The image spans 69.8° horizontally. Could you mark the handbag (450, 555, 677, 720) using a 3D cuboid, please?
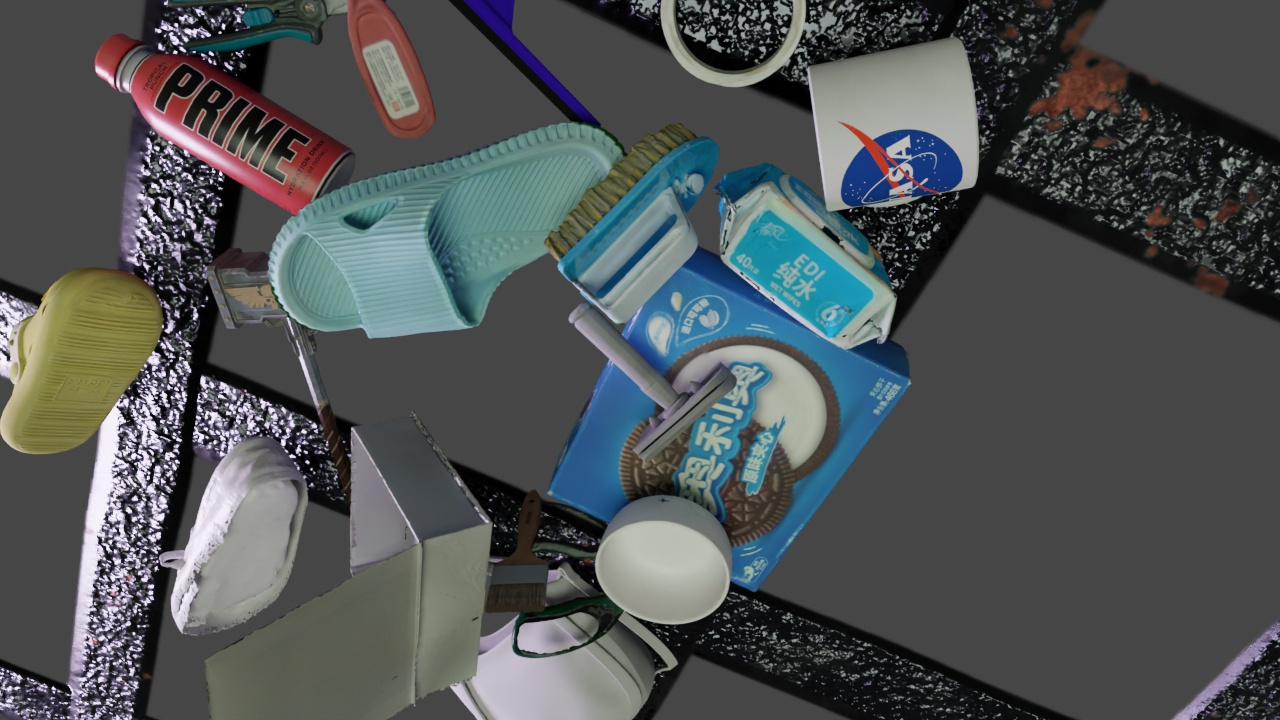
[{"bbox_3d":[-0.099,0.257,0.856,0.222,0.095,0.216,47,113,-3],"label":"handbag"}]

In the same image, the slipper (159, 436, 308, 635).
[{"bbox_3d":[-0.373,0.168,0.839,0.112,0.074,0.247,9,127,-32],"label":"slipper"}]

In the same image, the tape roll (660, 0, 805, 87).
[{"bbox_3d":[0.060,-0.225,0.591,0.093,0.013,0.093,4,119,7],"label":"tape roll"}]

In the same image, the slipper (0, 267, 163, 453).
[{"bbox_3d":[-0.472,-0.007,0.764,0.081,0.091,0.191,47,111,28],"label":"slipper"}]

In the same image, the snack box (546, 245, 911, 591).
[{"bbox_3d":[0.060,0.048,0.714,0.195,0.056,0.239,26,120,-4],"label":"snack box"}]

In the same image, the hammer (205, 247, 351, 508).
[{"bbox_3d":[-0.264,0.057,0.783,0.098,0.044,0.322,-1,120,10],"label":"hammer"}]

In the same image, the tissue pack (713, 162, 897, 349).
[{"bbox_3d":[0.109,-0.075,0.619,0.144,0.092,0.062,36,115,-11],"label":"tissue pack"}]

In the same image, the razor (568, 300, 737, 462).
[{"bbox_3d":[-0.004,0.004,0.649,0.116,0.047,0.088,44,117,-5],"label":"razor"}]

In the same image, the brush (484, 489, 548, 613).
[{"bbox_3d":[-0.095,0.150,0.744,0.045,0.142,0.008,-3,119,0],"label":"brush"}]

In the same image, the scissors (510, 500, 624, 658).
[{"bbox_3d":[-0.028,0.168,0.796,0.209,0.015,0.154,-18,82,1],"label":"scissors"}]

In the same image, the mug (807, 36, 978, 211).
[{"bbox_3d":[0.160,-0.139,0.587,0.090,0.091,0.121,-8,151,13],"label":"mug"}]

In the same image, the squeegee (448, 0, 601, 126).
[{"bbox_3d":[-0.044,-0.276,0.545,0.185,0.055,0.249,-45,140,8],"label":"squeegee"}]

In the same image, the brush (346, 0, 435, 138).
[{"bbox_3d":[-0.180,-0.233,0.609,0.041,0.030,0.172,-16,118,4],"label":"brush"}]

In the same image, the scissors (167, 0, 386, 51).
[{"bbox_3d":[-0.251,-0.234,0.633,0.129,0.019,0.139,35,115,-17],"label":"scissors"}]

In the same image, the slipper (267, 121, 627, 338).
[{"bbox_3d":[-0.134,-0.083,0.638,0.276,0.069,0.116,-20,129,6],"label":"slipper"}]

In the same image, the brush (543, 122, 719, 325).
[{"bbox_3d":[0.007,-0.095,0.614,0.136,0.075,0.055,-46,148,-1],"label":"brush"}]

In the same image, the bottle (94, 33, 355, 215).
[{"bbox_3d":[-0.295,-0.169,0.650,0.176,0.062,0.062,31,118,-8],"label":"bottle"}]

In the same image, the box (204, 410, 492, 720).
[{"bbox_3d":[-0.195,0.235,0.601,0.148,0.505,0.167,9,118,-1],"label":"box"}]

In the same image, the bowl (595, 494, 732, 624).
[{"bbox_3d":[0.021,0.148,0.712,0.105,0.054,0.105,6,122,10],"label":"bowl"}]
